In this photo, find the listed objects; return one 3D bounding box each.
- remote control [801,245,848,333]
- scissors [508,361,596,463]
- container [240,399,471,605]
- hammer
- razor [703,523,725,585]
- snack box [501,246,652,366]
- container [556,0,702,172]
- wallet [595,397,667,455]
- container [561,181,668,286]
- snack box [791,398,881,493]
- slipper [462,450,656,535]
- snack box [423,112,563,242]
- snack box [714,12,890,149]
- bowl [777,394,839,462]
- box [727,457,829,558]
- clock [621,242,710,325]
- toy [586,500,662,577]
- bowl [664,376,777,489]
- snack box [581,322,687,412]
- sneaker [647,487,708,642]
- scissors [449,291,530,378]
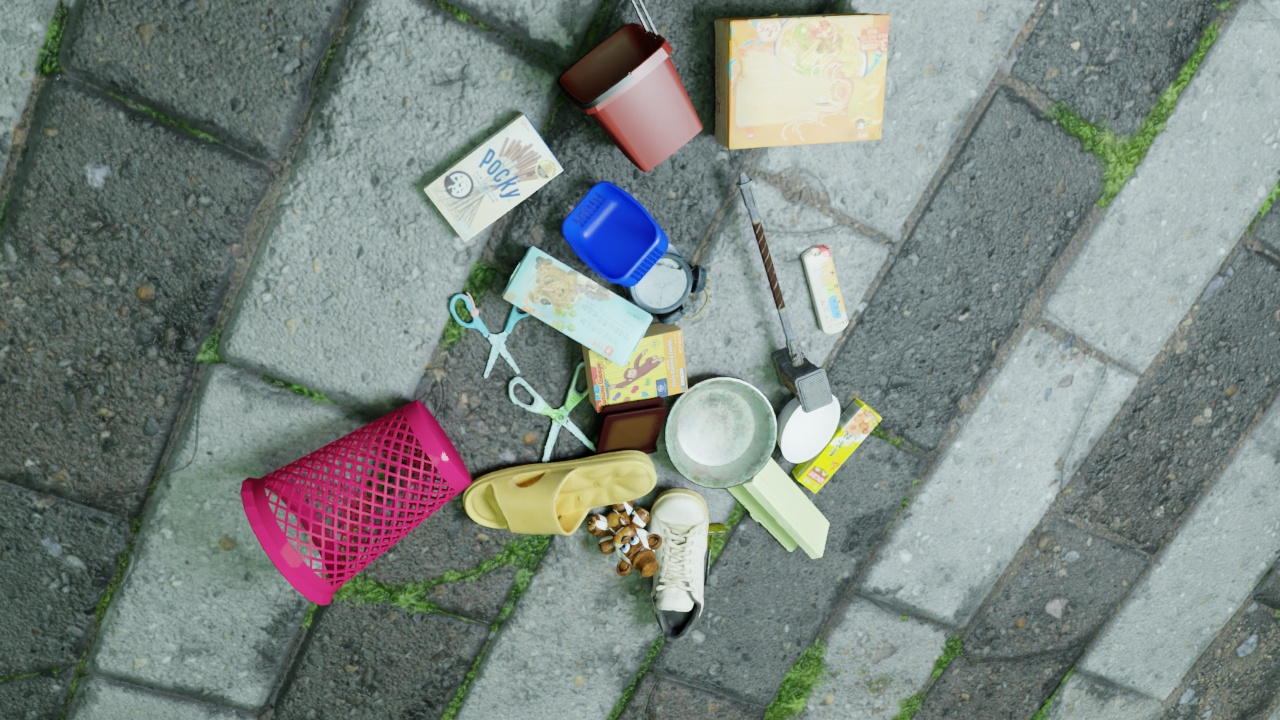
[{"bbox_3d":[0.250,-0.095,1.243,0.038,0.018,0.126,-21,113,-4],"label":"remote control"},{"bbox_3d":[-0.114,0.074,1.236,0.168,0.023,0.171,16,105,-23],"label":"scissors"},{"bbox_3d":[-0.340,0.162,1.142,0.225,0.183,0.183,-33,115,-6],"label":"container"},{"bbox_3d":[0.175,-0.090,1.183,0.044,0.098,0.322,-22,115,-3],"label":"hammer"},{"bbox_3d":[0.100,0.290,1.366,0.042,0.026,0.106,-3,116,-14],"label":"razor"},{"bbox_3d":[-0.077,-0.066,1.131,0.174,0.053,0.075,30,93,-1],"label":"snack box"},{"bbox_3d":[-0.027,-0.326,1.017,0.127,0.148,0.201,-37,124,3],"label":"container"},{"bbox_3d":[-0.014,0.096,1.235,0.091,0.018,0.116,-8,143,-17],"label":"wallet"},{"bbox_3d":[-0.027,-0.150,1.112,0.114,0.058,0.096,45,99,20],"label":"container"},{"bbox_3d":[0.284,0.124,1.333,0.040,0.029,0.148,35,101,-22],"label":"snack box"},{"bbox_3d":[-0.105,0.190,1.236,0.263,0.078,0.100,-13,132,-3],"label":"slipper"},{"bbox_3d":[-0.175,-0.218,1.095,0.150,0.026,0.082,-36,114,4],"label":"snack box"},{"bbox_3d":[0.187,-0.337,1.096,0.195,0.080,0.145,-6,113,-10],"label":"snack box"},{"bbox_3d":[0.226,0.086,1.291,0.109,0.040,0.110,-19,126,-29],"label":"bowl"},{"bbox_3d":[0.204,0.208,1.339,0.188,0.089,0.077,46,65,-23],"label":"box"},{"bbox_3d":[0.032,-0.099,1.177,0.129,0.052,0.090,32,102,-26],"label":"clock"},{"bbox_3d":[-0.016,0.250,1.278,0.087,0.112,0.067,-41,136,1],"label":"toy"},{"bbox_3d":[0.107,0.096,1.265,0.157,0.038,0.157,-1,100,-8],"label":"bowl"},{"bbox_3d":[-0.007,0.007,1.208,0.125,0.040,0.088,-13,114,-13],"label":"snack box"},{"bbox_3d":[0.048,0.298,1.301,0.089,0.102,0.242,3,116,10],"label":"sneaker"},{"bbox_3d":[-0.177,-0.044,1.176,0.126,0.015,0.136,-31,121,2],"label":"scissors"}]
